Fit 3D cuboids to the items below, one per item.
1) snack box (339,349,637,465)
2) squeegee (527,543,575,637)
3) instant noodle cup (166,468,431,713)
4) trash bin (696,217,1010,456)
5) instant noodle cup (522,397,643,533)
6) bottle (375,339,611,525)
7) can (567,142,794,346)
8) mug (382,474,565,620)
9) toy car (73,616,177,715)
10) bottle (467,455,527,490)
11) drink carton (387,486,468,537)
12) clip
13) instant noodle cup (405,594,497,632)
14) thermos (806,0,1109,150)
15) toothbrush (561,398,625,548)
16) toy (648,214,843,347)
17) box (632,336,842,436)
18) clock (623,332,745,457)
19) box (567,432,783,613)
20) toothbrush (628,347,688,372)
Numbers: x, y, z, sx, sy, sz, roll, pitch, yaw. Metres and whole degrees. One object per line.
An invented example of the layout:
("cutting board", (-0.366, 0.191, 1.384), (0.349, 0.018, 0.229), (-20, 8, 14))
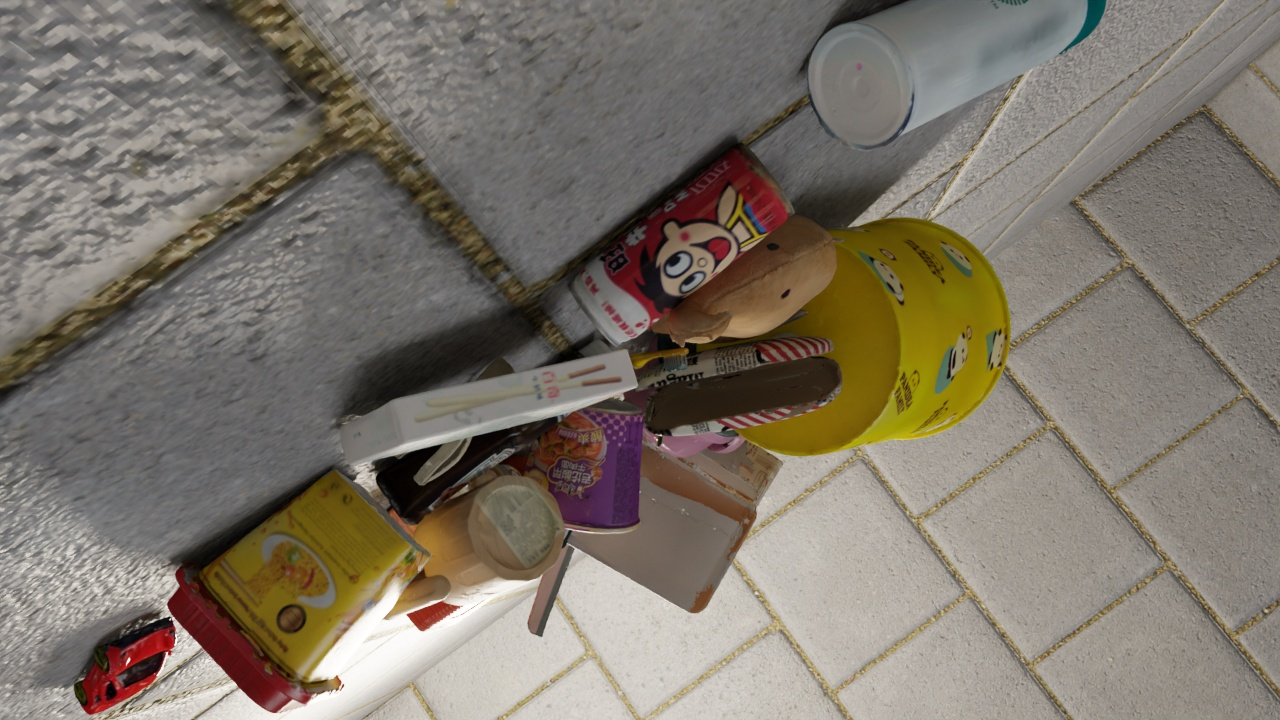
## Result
("snack box", (-0.087, 0.027, 0.541), (0.156, 0.027, 0.085), (-13, 175, -38))
("squeegee", (-0.136, 0.176, 1.019), (0.249, 0.040, 0.247), (40, 69, -62))
("instant noodle cup", (-0.210, 0.144, 0.592), (0.123, 0.116, 0.116), (-45, 171, -14))
("trash bin", (0.194, -0.022, 0.845), (0.230, 0.229, 0.254), (-43, 162, 29))
("instant noodle cup", (-0.047, 0.081, 0.764), (0.111, 0.112, 0.099), (-7, 106, -68))
("bottle", (-0.101, 0.050, 0.681), (0.194, 0.044, 0.080), (-34, 173, -15))
("can", (0.023, -0.067, 0.546), (0.133, 0.053, 0.053), (-38, 169, 7))
("mug", (-0.129, 0.145, 0.684), (0.124, 0.084, 0.104), (-33, -179, -40))
("toy car", (-0.348, 0.209, 0.625), (0.107, 0.031, 0.049), (-47, 166, 35))
("bottle", (-0.115, 0.117, 0.861), (0.060, 0.060, 0.206), (-36, 169, 0))
("drink carton", (-0.197, 0.149, 0.789), (0.123, 0.045, 0.053), (-42, 168, 30))
("clip", (-0.122, 0.041, 0.620), (0.097, 0.034, 0.061), (-43, 169, -9))
("instant noodle cup", (-0.215, 0.255, 1.082), (0.189, 0.079, 0.164), (-34, 167, 1))
("thermos", (0.196, -0.191, 0.532), (0.223, 0.073, 0.073), (-30, 167, -30))
("toothbrush", (-0.039, 0.089, 0.902), (0.213, 0.026, 0.027), (-62, 173, 8))
("toy", (0.072, -0.052, 0.634), (0.143, 0.082, 0.225), (-35, 177, 10))
("box", (0.071, 0.005, 0.715), (0.164, 0.081, 0.074), (-12, -151, 23))
("clock", (0.049, 0.033, 0.848), (0.060, 0.117, 0.158), (-38, 155, 29))
("box", (0.027, 0.151, 0.974), (0.192, 0.183, 0.156), (-57, 172, -12))
("toothbrush", (-0.004, 0.004, 0.700), (0.016, 0.018, 0.192), (-5, 178, -21))
